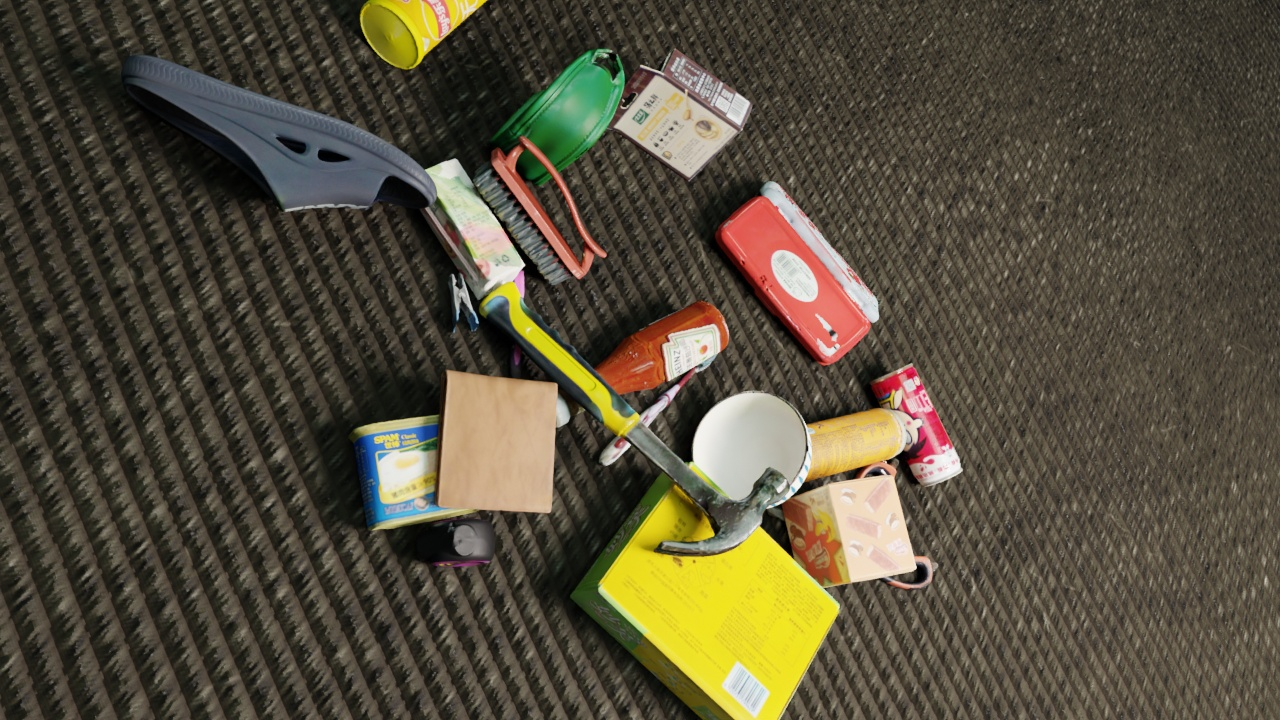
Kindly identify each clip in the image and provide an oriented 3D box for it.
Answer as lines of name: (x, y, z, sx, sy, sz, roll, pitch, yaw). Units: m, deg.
clip: (-0.169, -0.055, 0.856, 0.043, 0.027, 0.058, -6, 75, -21)

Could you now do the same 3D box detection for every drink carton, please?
drink carton: (-0.165, -0.122, 0.865, 0.045, 0.054, 0.122, -32, 88, -32)

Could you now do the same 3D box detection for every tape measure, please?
tape measure: (-0.152, 0.151, 0.771, 0.057, 0.057, 0.039, 22, 60, -55)

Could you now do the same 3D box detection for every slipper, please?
slipper: (-0.312, -0.170, 0.787, 0.268, 0.111, 0.083, 21, 80, -14)

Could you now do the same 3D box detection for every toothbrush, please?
toothbrush: (0.021, 0.044, 0.922, 0.016, 0.017, 0.187, 49, 57, -3)
toothbrush: (-0.119, -0.012, 0.875, 0.014, 0.018, 0.189, 10, 64, -25)

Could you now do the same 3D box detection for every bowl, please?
bowl: (0.116, 0.095, 0.911, 0.066, 0.117, 0.116, 44, 45, -58)

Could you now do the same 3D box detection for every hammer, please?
hammer: (-0.025, 0.049, 0.827, 0.323, 0.032, 0.126, 42, 65, 11)

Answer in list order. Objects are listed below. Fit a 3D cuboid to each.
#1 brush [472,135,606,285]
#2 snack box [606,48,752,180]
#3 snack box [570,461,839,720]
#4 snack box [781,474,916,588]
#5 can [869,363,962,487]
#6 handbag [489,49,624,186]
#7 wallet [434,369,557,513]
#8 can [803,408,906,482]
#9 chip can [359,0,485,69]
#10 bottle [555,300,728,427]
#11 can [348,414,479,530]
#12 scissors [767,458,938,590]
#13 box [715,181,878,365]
brush: (-0.094, -0.139, 0.880, 0.069, 0.063, 0.146, -33, 113, 6)
snack box: (0.035, -0.264, 0.983, 0.125, 0.113, 0.053, 33, 59, -14)
snack box: (0.063, 0.222, 0.849, 0.210, 0.070, 0.157, 44, 59, -7)
snack box: (0.204, 0.172, 0.910, 0.077, 0.093, 0.094, -4, 74, -23)
can: (0.313, 0.073, 1.040, 0.053, 0.053, 0.132, -20, 82, -31)
handbag: (-0.082, -0.244, 0.908, 0.068, 0.132, 0.120, 38, 55, -22)
wallet: (-0.120, 0.069, 0.772, 0.101, 0.020, 0.115, 8, 75, -25)
can: (0.213, 0.090, 0.980, 0.145, 0.058, 0.058, -10, 77, -30)
chip can: (-0.192, -0.385, 0.936, 0.072, 0.072, 0.212, 40, 59, -10)
bottle: (-0.005, 0.005, 0.899, 0.205, 0.060, 0.060, -28, 86, -26)
can: (-0.187, 0.094, 0.775, 0.102, 0.057, 0.083, -7, 78, -29)
scissors: (0.231, 0.189, 0.981, 0.224, 0.015, 0.189, -39, 92, -31)
box: (0.188, -0.107, 1.037, 0.201, 0.074, 0.154, 49, 54, -5)
